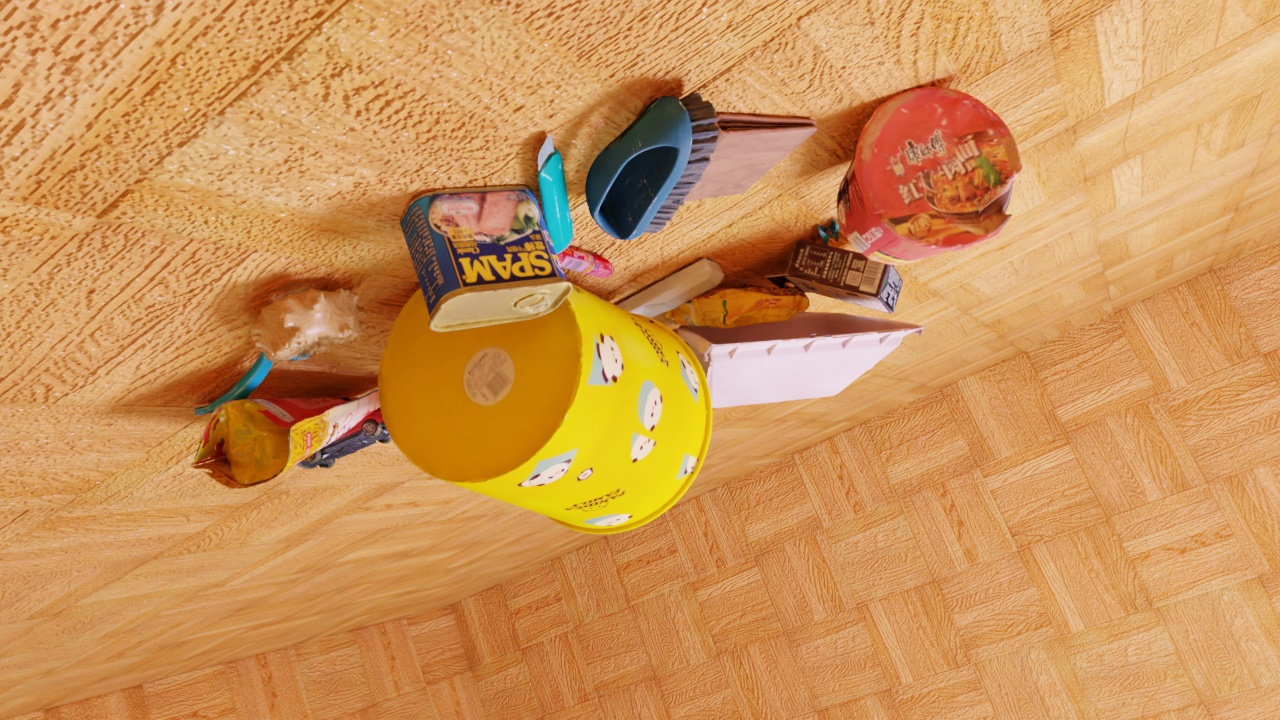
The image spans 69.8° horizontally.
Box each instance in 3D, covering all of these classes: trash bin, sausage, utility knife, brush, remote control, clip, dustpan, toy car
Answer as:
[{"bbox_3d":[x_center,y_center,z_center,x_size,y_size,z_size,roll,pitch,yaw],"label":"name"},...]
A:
[{"bbox_3d":[-0.081,0.032,0.821,0.230,0.229,0.255,-25,159,14],"label":"trash bin"},{"bbox_3d":[-0.065,-0.088,0.782,0.020,0.020,0.155,-28,164,26],"label":"sausage"},{"bbox_3d":[-0.063,-0.119,0.681,0.029,0.013,0.171,-54,171,-15],"label":"utility knife"},{"bbox_3d":[-0.302,0.003,0.740,0.255,0.046,0.083,-28,174,41],"label":"brush"},{"bbox_3d":[0.027,-0.068,0.967,0.125,0.024,0.049,-27,164,22],"label":"remote control"},{"bbox_3d":[0.202,-0.136,0.985,0.046,0.014,0.057,-25,164,12],"label":"clip"},{"bbox_3d":[0.149,-0.039,1.023,0.222,0.138,0.274,-4,159,-10],"label":"dustpan"},{"bbox_3d":[-0.001,-0.131,0.645,0.073,0.055,0.144,-15,165,-26],"label":"brush"},{"bbox_3d":[-0.312,0.078,0.978,0.120,0.045,0.053,-25,163,-5],"label":"toy car"}]

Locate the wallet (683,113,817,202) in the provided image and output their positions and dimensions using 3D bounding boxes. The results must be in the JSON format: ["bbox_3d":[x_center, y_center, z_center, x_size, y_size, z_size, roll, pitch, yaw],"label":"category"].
[{"bbox_3d":[0.071,-0.158,0.725,0.115,0.020,0.101,-13,165,-38],"label":"wallet"}]

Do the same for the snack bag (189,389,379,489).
[{"bbox_3d":[-0.316,0.061,0.847,0.129,0.073,0.207,-23,-178,6],"label":"snack bag"}]

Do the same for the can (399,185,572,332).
[{"bbox_3d":[-0.110,-0.073,0.646,0.101,0.083,0.057,-11,162,-35],"label":"can"}]

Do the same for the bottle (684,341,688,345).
[{"bbox_3d":[-0.007,0.006,1.106,0.194,0.044,0.080,-14,166,-28],"label":"bottle"}]

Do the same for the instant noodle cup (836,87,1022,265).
[{"bbox_3d":[0.233,-0.147,0.783,0.138,0.138,0.109,-19,174,-8],"label":"instant noodle cup"}]

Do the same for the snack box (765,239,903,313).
[{"bbox_3d":[0.218,-0.091,1.019,0.126,0.053,0.113,19,-179,23],"label":"snack box"}]

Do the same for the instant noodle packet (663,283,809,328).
[{"bbox_3d":[0.103,-0.060,1.012,0.128,0.044,0.111,-9,-174,-35],"label":"instant noodle packet"}]
